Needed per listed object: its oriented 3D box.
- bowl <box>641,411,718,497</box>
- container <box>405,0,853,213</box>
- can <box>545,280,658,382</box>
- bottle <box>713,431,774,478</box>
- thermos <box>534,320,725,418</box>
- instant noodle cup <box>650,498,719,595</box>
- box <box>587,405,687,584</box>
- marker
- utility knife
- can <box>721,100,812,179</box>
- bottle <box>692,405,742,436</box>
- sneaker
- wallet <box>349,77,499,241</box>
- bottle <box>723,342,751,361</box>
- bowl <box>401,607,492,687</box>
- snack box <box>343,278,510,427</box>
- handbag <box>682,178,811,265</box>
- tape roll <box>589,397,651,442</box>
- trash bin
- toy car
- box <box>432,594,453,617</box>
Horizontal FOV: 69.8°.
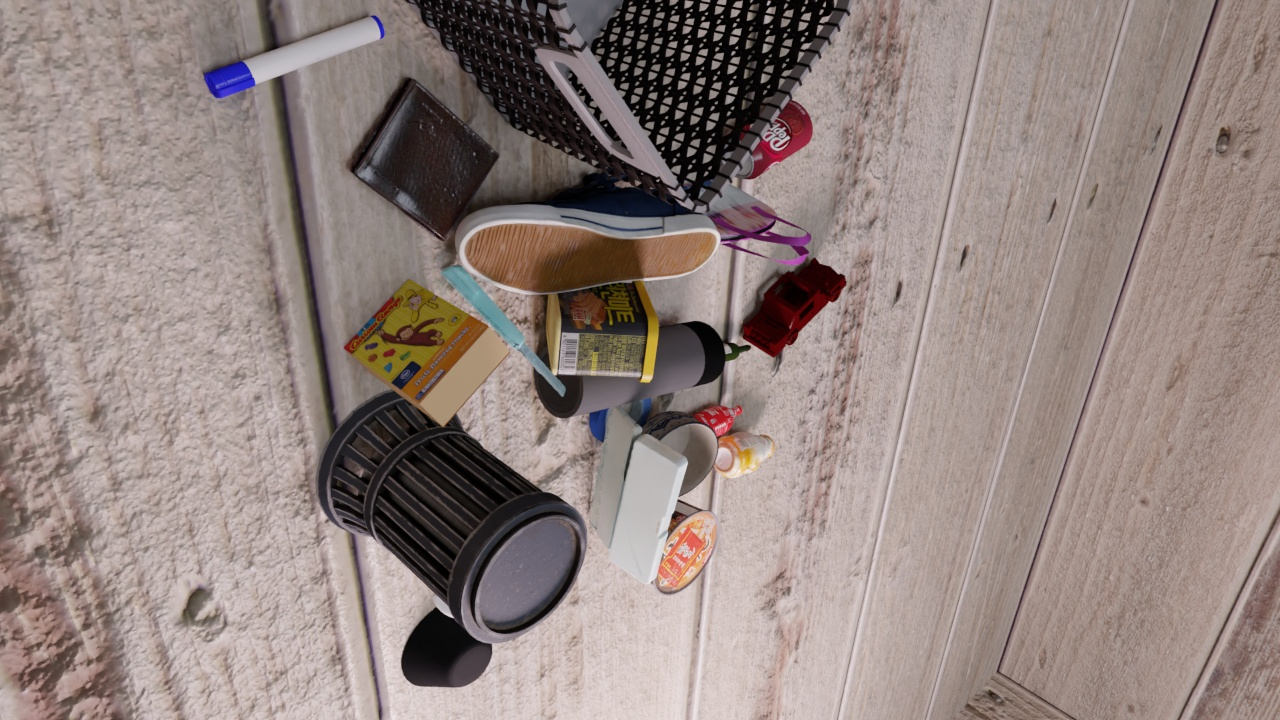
[{"bbox_3d":[0.037,0.115,1.181,0.115,0.059,0.116,-17,126,-25],"label":"bowl"},{"bbox_3d":[-0.020,-0.309,0.742,0.245,0.244,0.247,-55,142,-9],"label":"container"},{"bbox_3d":[-0.044,-0.035,0.956,0.101,0.130,0.073,3,115,-10],"label":"can"},{"bbox_3d":[0.156,0.136,1.366,0.108,0.063,0.063,-9,119,-47],"label":"bottle"},{"bbox_3d":[-0.006,0.006,1.084,0.239,0.082,0.082,-12,120,-45],"label":"thermos"},{"bbox_3d":[0.018,0.225,1.215,0.123,0.122,0.124,-27,130,-36],"label":"instant noodle cup"},{"bbox_3d":[-0.014,0.164,1.108,0.043,0.136,0.197,-18,134,-40],"label":"box"},{"bbox_3d":[-0.260,-0.233,0.700,0.141,0.020,0.020,-34,135,-30],"label":"marker"},{"bbox_3d":[-0.129,-0.029,0.892,0.168,0.015,0.022,47,60,-5],"label":"utility knife"},{"bbox_3d":[0.153,-0.267,1.112,0.113,0.063,0.063,-36,135,-29],"label":"can"},{"bbox_3d":[0.092,0.091,1.281,0.141,0.042,0.042,-22,127,-40],"label":"bottle"},{"bbox_3d":[-0.060,-0.152,0.941,0.293,0.127,0.121,-8,145,-35],"label":"sneaker"},{"bbox_3d":[-0.187,-0.174,0.813,0.099,0.031,0.120,-60,141,-7],"label":"wallet"},{"bbox_3d":[0.118,-0.011,1.261,0.105,0.025,0.025,-11,120,-44],"label":"bottle"},{"bbox_3d":[-0.213,0.346,1.083,0.123,0.052,0.124,-27,130,-36],"label":"bowl"},{"bbox_3d":[-0.194,-0.009,0.827,0.088,0.126,0.040,-50,141,-14],"label":"snack box"},{"bbox_3d":[0.119,-0.152,1.057,0.144,0.170,0.068,-23,128,-39],"label":"handbag"},{"bbox_3d":[-0.025,0.064,1.153,0.092,0.016,0.091,-17,124,-42],"label":"tape roll"},{"bbox_3d":[-0.173,0.145,0.863,0.163,0.227,0.164,-27,130,-36],"label":"trash bin"},{"bbox_3d":[0.219,-0.084,1.292,0.169,0.070,0.062,-43,150,-23],"label":"toy car"},{"bbox_3d":[-0.173,0.245,1.040,0.160,0.092,0.081,-2,95,-46],"label":"box"}]
